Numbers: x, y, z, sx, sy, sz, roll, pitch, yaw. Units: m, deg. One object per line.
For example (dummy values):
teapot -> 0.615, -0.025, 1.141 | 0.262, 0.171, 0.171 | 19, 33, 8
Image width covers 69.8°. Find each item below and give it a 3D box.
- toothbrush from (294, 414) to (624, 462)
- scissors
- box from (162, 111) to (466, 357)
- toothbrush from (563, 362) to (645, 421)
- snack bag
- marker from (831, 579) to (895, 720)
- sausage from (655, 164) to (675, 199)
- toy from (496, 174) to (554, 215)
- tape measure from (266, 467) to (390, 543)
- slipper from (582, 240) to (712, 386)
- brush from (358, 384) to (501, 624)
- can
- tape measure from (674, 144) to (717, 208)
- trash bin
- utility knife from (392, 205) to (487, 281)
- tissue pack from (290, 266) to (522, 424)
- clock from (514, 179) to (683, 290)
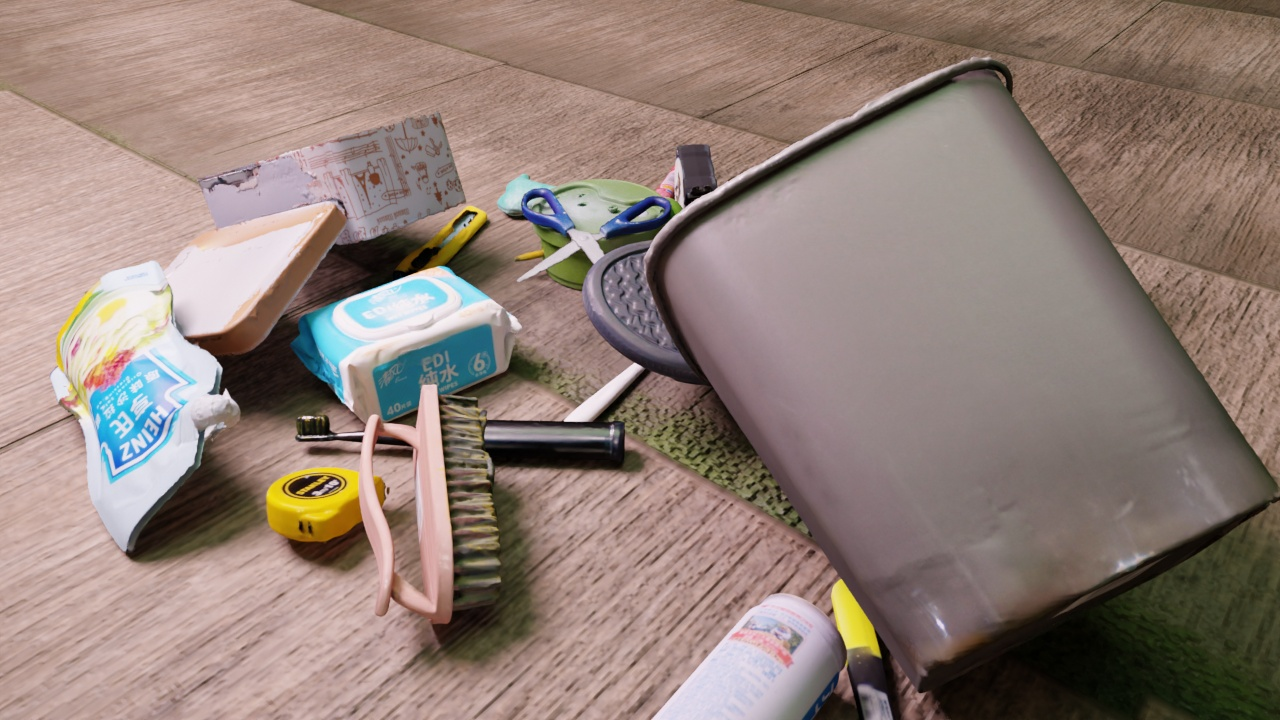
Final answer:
toothbrush -> -0.116, 0.048, 0.589 | 0.212, 0.027, 0.026 | 2, 14, 2
scissors -> -0.041, -0.101, 0.719 | 0.162, 0.012, 0.176 | -20, 41, -27
box -> -0.274, -0.099, 0.700 | 0.178, 0.106, 0.271 | -4, 34, 33
toothbrush -> -0.004, 0.004, 0.664 | 0.016, 0.016, 0.179 | 16, 38, 29
snack bag -> -0.311, 0.018, 0.566 | 0.110, 0.039, 0.191 | -44, 52, -4
marker -> 0.112, 0.160, 0.448 | 0.018, 0.015, 0.124 | -1, 38, -1
sausage -> 0.034, -0.180, 0.926 | 0.020, 0.020, 0.155 | 11, 36, 14
toy -> -0.093, -0.149, 0.872 | 0.092, 0.030, 0.096 | 9, 42, 15
tape measure -> -0.186, 0.085, 0.533 | 0.057, 0.029, 0.059 | 9, 19, 18
slipper -> 0.071, -0.021, 0.657 | 0.267, 0.084, 0.110 | -6, 56, -37
brush -> -0.118, 0.082, 0.507 | 0.073, 0.063, 0.145 | 4, 38, -19
can -> 0.038, 0.163, 0.405 | 0.053, 0.053, 0.134 | 25, 42, 31
tape measure -> 0.050, -0.159, 0.856 | 0.033, 0.066, 0.065 | -3, 54, -4
trash bin -> 0.145, 0.019, 0.439 | 0.198, 0.199, 0.219 | -29, 63, 2
utility knife -> -0.177, -0.103, 0.815 | 0.033, 0.015, 0.154 | 12, 36, 11
tissue pack -> -0.164, -0.016, 0.649 | 0.139, 0.063, 0.090 | -25, 41, -32
clock -> -0.026, -0.116, 0.801 | 0.116, 0.056, 0.160 | 20, 40, 25
